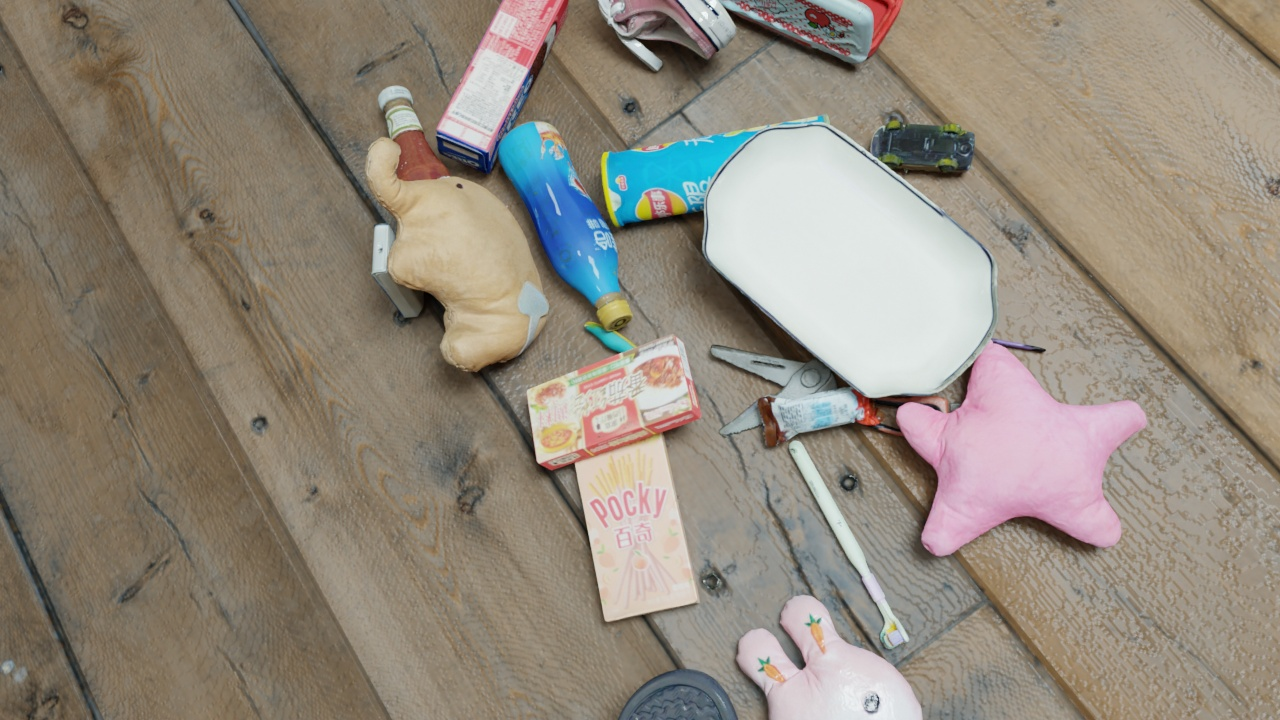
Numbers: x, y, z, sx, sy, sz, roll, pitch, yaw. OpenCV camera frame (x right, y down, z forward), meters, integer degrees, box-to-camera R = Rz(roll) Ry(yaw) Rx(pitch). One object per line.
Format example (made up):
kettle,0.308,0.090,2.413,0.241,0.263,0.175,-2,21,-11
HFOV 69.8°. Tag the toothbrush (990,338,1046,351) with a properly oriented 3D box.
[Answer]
toothbrush,0.259,-0.029,0.811,0.189,0.014,0.016,11,84,13

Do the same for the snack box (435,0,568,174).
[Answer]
snack box,-0.137,-0.291,0.918,0.058,0.057,0.207,24,75,-3

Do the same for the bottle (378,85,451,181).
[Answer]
bottle,-0.222,-0.186,0.926,0.060,0.060,0.206,-23,73,5

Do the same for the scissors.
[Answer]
scissors,0.172,0.014,0.812,0.225,0.015,0.189,-42,78,8

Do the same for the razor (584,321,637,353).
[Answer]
razor,-0.005,0.005,0.849,0.028,0.043,0.132,-40,66,-10

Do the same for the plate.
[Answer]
plate,0.174,-0.084,0.780,0.266,0.034,0.162,41,89,9

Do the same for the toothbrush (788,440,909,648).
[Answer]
toothbrush,0.174,0.153,0.782,0.020,0.029,0.189,-12,67,-36

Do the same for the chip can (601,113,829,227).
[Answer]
chip can,0.073,-0.177,0.855,0.210,0.071,0.071,-8,75,10

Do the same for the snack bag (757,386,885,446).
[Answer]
snack bag,0.154,0.044,0.792,0.105,0.026,0.045,-13,96,15

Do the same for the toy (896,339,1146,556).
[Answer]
toy,0.311,0.066,0.747,0.195,0.074,0.178,-6,76,6

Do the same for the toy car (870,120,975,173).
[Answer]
toy car,0.257,-0.192,0.841,0.090,0.035,0.042,8,77,14

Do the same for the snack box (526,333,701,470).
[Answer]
snack box,-0.026,0.038,0.813,0.153,0.025,0.075,-21,63,18

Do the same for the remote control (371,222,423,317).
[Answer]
remote control,-0.228,-0.082,0.866,0.024,0.125,0.049,-3,74,0

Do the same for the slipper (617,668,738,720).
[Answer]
slipper,0.049,0.369,0.730,0.111,0.083,0.268,-10,92,17

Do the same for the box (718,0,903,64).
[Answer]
box,0.147,-0.368,0.875,0.201,0.100,0.094,30,84,16

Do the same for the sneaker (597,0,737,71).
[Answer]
sneaker,-0.002,-0.362,0.896,0.088,0.118,0.241,-40,59,10

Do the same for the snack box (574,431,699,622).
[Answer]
snack box,-0.005,0.145,0.816,0.084,0.026,0.157,-15,74,8

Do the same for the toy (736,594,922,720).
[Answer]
toy,0.149,0.274,0.742,0.121,0.054,0.159,-39,64,-1

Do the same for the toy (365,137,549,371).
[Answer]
toy,-0.166,-0.102,0.831,0.083,0.143,0.226,-15,113,38

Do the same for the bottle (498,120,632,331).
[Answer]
bottle,-0.068,-0.126,0.875,0.065,0.065,0.218,-27,73,4
